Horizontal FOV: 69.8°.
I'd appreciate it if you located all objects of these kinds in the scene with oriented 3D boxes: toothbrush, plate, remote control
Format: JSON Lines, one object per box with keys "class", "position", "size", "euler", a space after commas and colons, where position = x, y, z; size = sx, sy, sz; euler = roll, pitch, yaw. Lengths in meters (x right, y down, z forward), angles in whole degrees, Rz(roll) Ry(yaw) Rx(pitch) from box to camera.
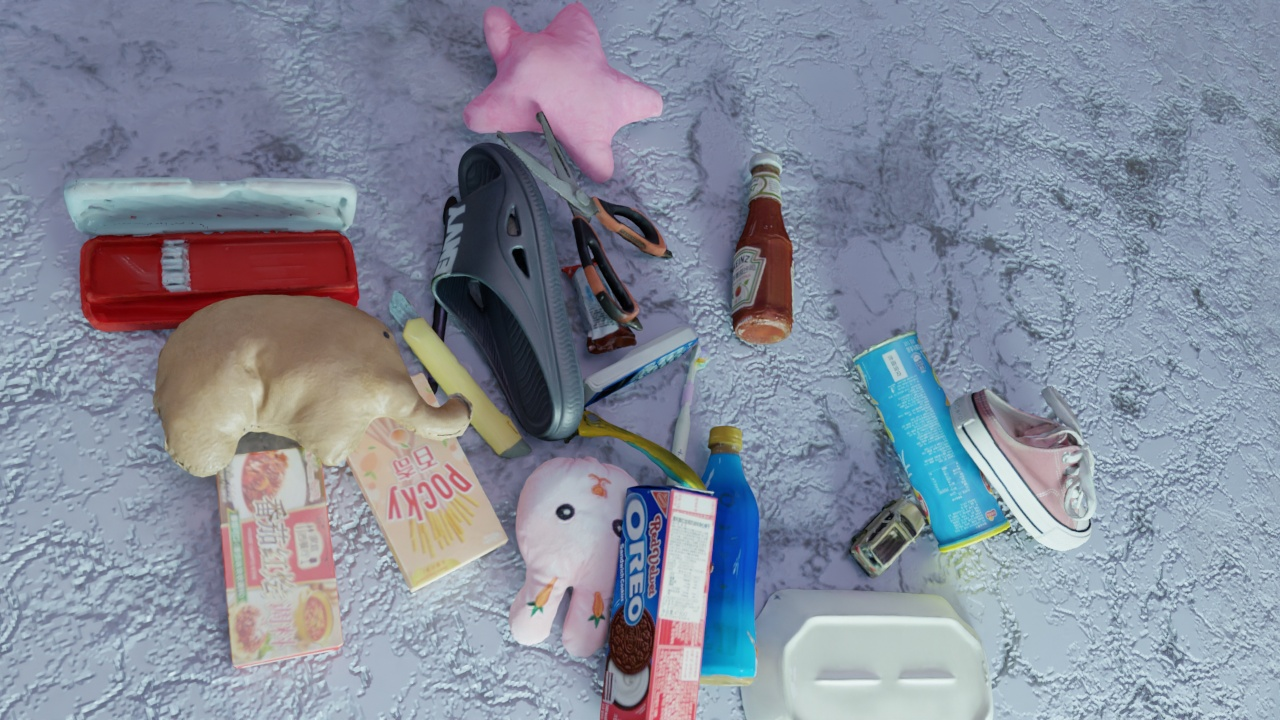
{"class": "toothbrush", "position": [0.039, 0.073, 0.838], "size": [0.020, 0.029, 0.189], "euler": [1, 63, 23]}
{"class": "plate", "position": [0.214, 0.285, 0.818], "size": [0.265, 0.034, 0.161], "euler": [8, 67, -20]}
{"class": "toothbrush", "position": [-0.174, -0.059, 0.806], "size": [0.014, 0.017, 0.188], "euler": [6, 70, -13]}
{"class": "remote control", "position": [-0.005, 0.005, 0.829], "size": [0.124, 0.049, 0.024], "euler": [-28, 80, -30]}

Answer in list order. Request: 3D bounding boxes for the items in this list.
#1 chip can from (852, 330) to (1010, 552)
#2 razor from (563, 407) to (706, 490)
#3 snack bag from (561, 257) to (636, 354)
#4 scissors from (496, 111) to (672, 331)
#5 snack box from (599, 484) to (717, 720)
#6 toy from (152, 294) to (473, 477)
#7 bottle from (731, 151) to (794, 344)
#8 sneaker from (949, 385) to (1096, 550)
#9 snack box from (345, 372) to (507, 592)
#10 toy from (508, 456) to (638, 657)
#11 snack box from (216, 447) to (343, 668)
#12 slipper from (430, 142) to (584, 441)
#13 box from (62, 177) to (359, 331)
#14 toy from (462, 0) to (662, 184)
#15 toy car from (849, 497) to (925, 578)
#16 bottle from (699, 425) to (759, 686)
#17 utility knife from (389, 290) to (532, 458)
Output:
{"class": "chip can", "position": [0.285, 0.079, 0.910], "size": [0.071, 0.071, 0.210], "euler": [-15, 76, -27]}
{"class": "razor", "position": [-0.001, 0.079, 0.785], "size": [0.132, 0.028, 0.043], "euler": [27, 27, 9]}
{"class": "snack bag", "position": [-0.039, -0.053, 0.836], "size": [0.045, 0.026, 0.105], "euler": [-14, 63, -11]}
{"class": "scissors", "position": [-0.045, -0.128, 0.833], "size": [0.225, 0.015, 0.188], "euler": [29, 45, -36]}
{"class": "snack box", "position": [0.015, 0.203, 0.726], "size": [0.058, 0.057, 0.207], "euler": [18, 74, -40]}
{"class": "toy", "position": [-0.241, 0.013, 0.687], "size": [0.226, 0.083, 0.143], "euler": [-3, 71, -12]}
{"class": "bottle", "position": [0.125, -0.118, 0.927], "size": [0.059, 0.060, 0.205], "euler": [12, 65, -18]}
{"class": "sneaker", "position": [0.397, 0.103, 0.898], "size": [0.241, 0.088, 0.118], "euler": [42, 34, -28]}
{"class": "snack box", "position": [-0.178, 0.095, 0.732], "size": [0.084, 0.026, 0.157], "euler": [-25, 80, -28]}
{"class": "toy", "position": [-0.051, 0.157, 0.749], "size": [0.121, 0.054, 0.159], "euler": [19, 70, -24]}
{"class": "snack box", "position": [-0.267, 0.142, 0.677], "size": [0.075, 0.026, 0.152], "euler": [-5, 72, -24]}
{"class": "slipper", "position": [-0.121, -0.059, 0.765], "size": [0.083, 0.111, 0.268], "euler": [-10, 79, -36]}
{"class": "box", "position": [-0.319, -0.082, 0.703], "size": [0.200, 0.100, 0.094], "euler": [-5, 72, -24]}
{"class": "toy", "position": [-0.067, -0.271, 0.895], "size": [0.194, 0.075, 0.178], "euler": [17, 76, -20]}
{"class": "toy car", "position": [0.239, 0.167, 0.876], "size": [0.090, 0.035, 0.042], "euler": [-35, 87, -32]}
{"class": "bottle", "position": [0.070, 0.163, 0.788], "size": [0.065, 0.065, 0.218], "euler": [13, 66, -18]}
{"class": "utility knife", "position": [-0.155, 0.014, 0.775], "size": [0.030, 0.019, 0.178], "euler": [-40, 98, -32]}
